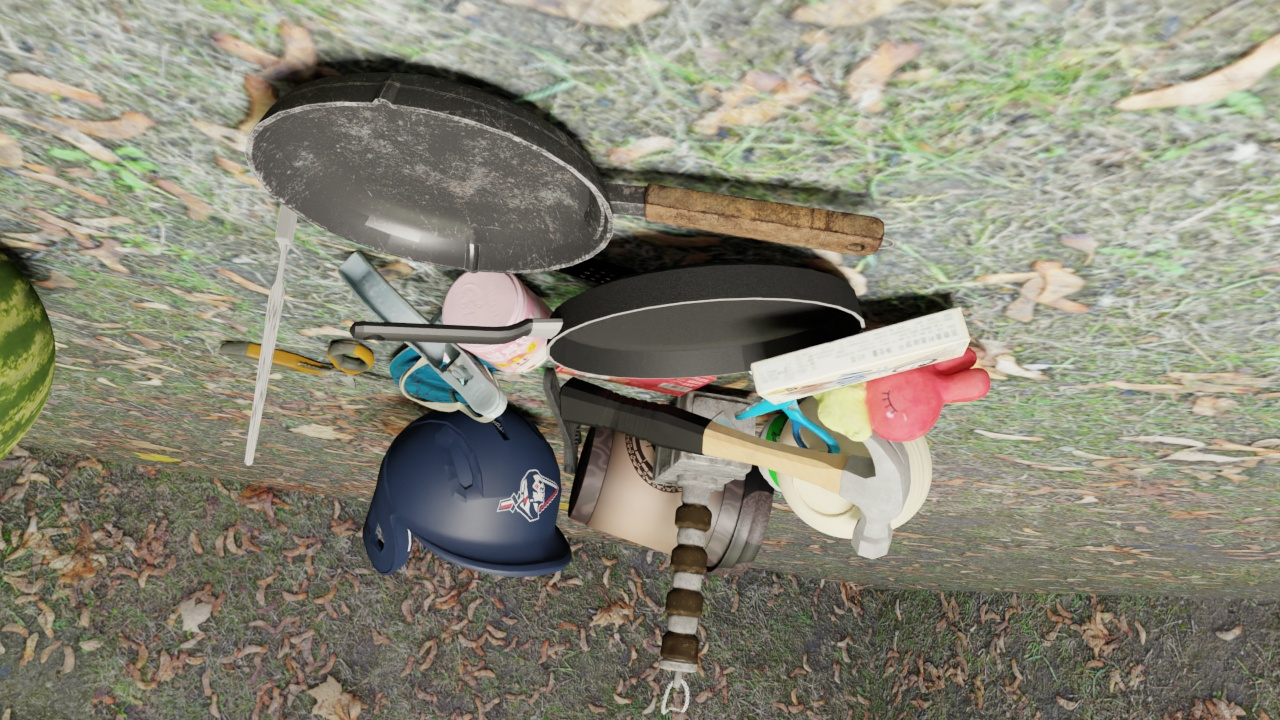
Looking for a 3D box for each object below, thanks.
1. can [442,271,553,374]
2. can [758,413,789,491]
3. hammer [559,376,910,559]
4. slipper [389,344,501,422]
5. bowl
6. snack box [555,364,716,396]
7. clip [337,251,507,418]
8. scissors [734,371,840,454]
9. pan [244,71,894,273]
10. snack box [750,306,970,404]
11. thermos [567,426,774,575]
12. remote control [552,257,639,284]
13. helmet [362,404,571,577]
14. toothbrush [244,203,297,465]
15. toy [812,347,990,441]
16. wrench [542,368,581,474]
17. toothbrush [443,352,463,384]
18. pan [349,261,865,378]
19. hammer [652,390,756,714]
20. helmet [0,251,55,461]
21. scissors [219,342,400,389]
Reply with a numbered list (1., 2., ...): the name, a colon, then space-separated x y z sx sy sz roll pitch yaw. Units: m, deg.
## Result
1. can: -0.107 -0.030 0.709 0.067 0.067 0.076 2 164 19
2. can: 0.198 0.095 0.967 0.087 0.087 0.140 21 159 -40
3. hammer: 0.075 0.074 0.827 0.329 0.039 0.131 14 123 22
4. slipper: -0.197 0.022 0.945 0.118 0.060 0.296 17 161 -18
5. bowl: 0.189 0.105 0.863 0.151 0.151 0.075 -4 -168 34
6. snack box: -0.005 0.005 0.867 0.133 0.021 0.089 13 163 -18
7. clip: -0.171 -0.025 0.738 0.164 0.032 0.165 44 -178 -16
8. scissors: 0.135 0.036 0.806 0.134 0.011 0.140 -32 100 43
9. pan: -0.037 -0.095 0.516 0.357 0.040 0.208 5 164 3
10. snack box: 0.160 -0.001 0.671 0.150 0.026 0.082 -16 169 15
11. thermos: 0.034 0.165 1.161 0.226 0.172 0.173 16 163 -7
12. remote control: -0.039 -0.066 0.660 0.140 0.009 0.030 14 162 -23
13. helmet: -0.195 0.169 1.125 0.272 0.223 0.231 39 -161 31
14. toothbrush: -0.240 -0.022 0.593 0.010 0.181 0.010 2 161 -2
15. toy: 0.203 0.022 0.721 0.135 0.091 0.045 -12 142 12
16. wrench: -0.090 0.070 1.069 0.018 0.073 0.273 6 158 5
17. toothbrush: -0.199 -0.023 0.809 0.022 0.015 0.155 -35 133 10
18. pan: -0.016 -0.025 0.634 0.355 0.034 0.226 2 166 -23
19. hammer: 0.052 0.201 0.964 0.079 0.325 0.177 9 164 -7
20. helmet: -0.601 0.001 0.735 0.213 0.246 0.244 26 121 -3
21. scissors: -0.358 0.006 1.035 0.229 0.016 0.226 10 165 -11
